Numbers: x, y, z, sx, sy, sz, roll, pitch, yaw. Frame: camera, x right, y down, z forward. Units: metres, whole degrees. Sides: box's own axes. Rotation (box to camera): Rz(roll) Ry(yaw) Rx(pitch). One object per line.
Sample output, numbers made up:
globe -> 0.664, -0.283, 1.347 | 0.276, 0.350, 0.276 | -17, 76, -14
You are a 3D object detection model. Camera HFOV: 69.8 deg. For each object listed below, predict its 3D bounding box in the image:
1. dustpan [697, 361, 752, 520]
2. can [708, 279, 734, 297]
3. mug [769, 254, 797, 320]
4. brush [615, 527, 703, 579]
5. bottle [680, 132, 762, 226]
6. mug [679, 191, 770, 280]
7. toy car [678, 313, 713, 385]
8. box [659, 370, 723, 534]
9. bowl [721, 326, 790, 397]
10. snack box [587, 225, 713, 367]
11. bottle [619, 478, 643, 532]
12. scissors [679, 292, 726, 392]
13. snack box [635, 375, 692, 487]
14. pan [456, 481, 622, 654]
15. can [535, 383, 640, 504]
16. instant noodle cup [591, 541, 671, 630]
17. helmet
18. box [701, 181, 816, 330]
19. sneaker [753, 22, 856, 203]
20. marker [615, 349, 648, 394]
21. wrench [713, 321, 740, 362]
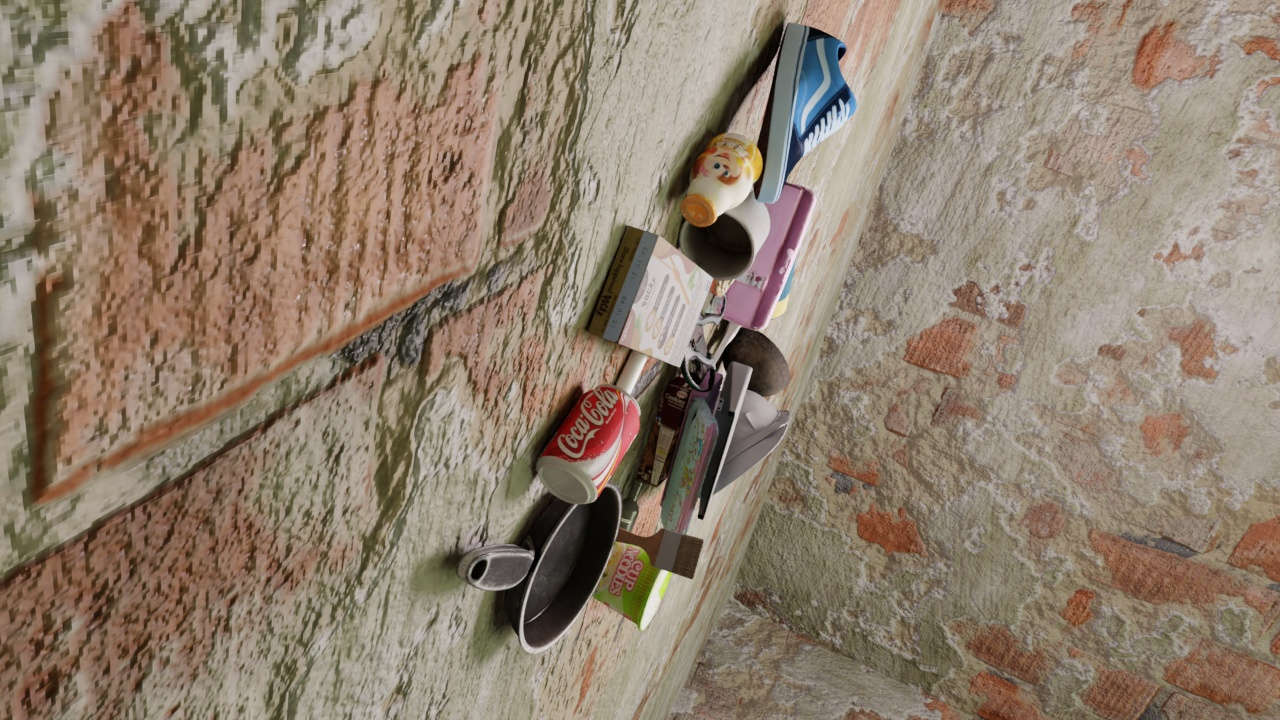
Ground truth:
dustpan -> 0.114, 0.075, 1.233 | 0.256, 0.033, 0.163 | -58, 164, -60
can -> 0.090, -0.121, 1.081 | 0.086, 0.043, 0.086 | -58, 162, -31
mug -> 0.165, -0.116, 1.305 | 0.113, 0.083, 0.107 | -24, 143, -28
brush -> -0.004, 0.201, 1.020 | 0.008, 0.143, 0.045 | 47, 57, -75
bottle -> 0.078, -0.178, 0.913 | 0.108, 0.063, 0.063 | -57, 162, -37
mug -> 0.083, -0.130, 0.994 | 0.113, 0.084, 0.070 | -42, -172, 41
toy car -> 0.061, -0.018, 1.146 | 0.048, 0.041, 0.113 | -54, 143, -40
box -> 0.066, 0.130, 1.221 | 0.149, 0.049, 0.215 | -83, -175, -58
bowl -> 0.171, 0.013, 1.441 | 0.056, 0.121, 0.121 | -38, 153, -25
snack box -> 0.015, -0.056, 0.887 | 0.101, 0.032, 0.186 | -69, 160, 0
bottle -> -0.021, 0.207, 1.191 | 0.113, 0.030, 0.030 | -69, 165, 4
scissors -> 0.053, -0.009, 1.078 | 0.209, 0.015, 0.147 | -20, 117, -58
snack box -> 0.037, 0.095, 1.231 | 0.050, 0.032, 0.141 | -30, 140, -67
pan -> -0.096, 0.188, 0.854 | 0.187, 0.055, 0.356 | -66, 158, -6
can -> -0.046, 0.076, 0.843 | 0.104, 0.064, 0.064 | -57, 162, -36
instant noodle cup -> -0.026, 0.251, 1.084 | 0.098, 0.108, 0.099 | -59, 164, -30
helmet -> 0.122, 0.099, 1.388 | 0.184, 0.117, 0.270 | -38, -178, 14
box -> 0.149, -0.145, 1.200 | 0.102, 0.087, 0.202 | 7, 106, -62
sneaker -> 0.185, -0.267, 0.992 | 0.084, 0.098, 0.240 | 103, 2, -62
marker -> -0.006, 0.006, 0.970 | 0.141, 0.020, 0.020 | -65, 165, -11
wrench -> 0.101, 0.012, 1.353 | 0.272, 0.018, 0.087 | -58, 176, -21
